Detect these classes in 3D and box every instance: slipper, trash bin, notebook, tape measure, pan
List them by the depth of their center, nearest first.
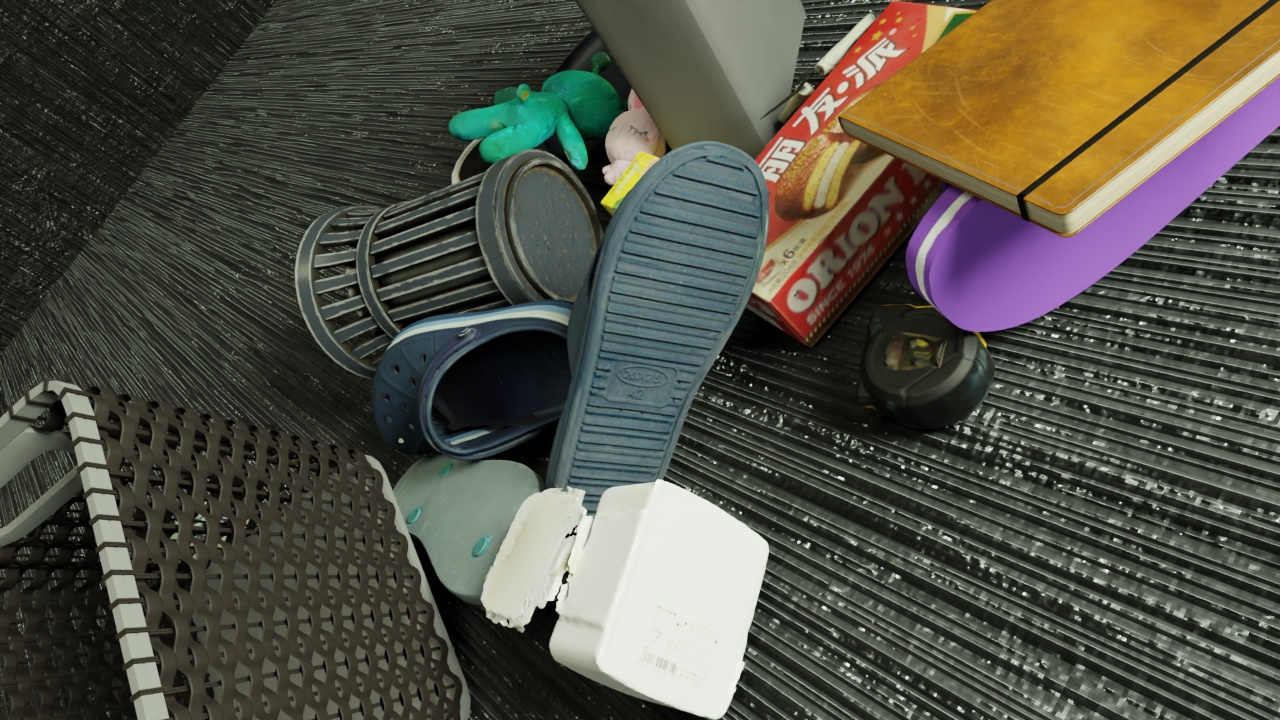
[{"bbox_3d":[0.243,-0.163,0.436,0.249,0.014,0.178,-37,38,-2],"label":"notebook"},{"bbox_3d":[0.243,-0.126,0.489,0.266,0.107,0.084,-38,41,4],"label":"slipper"},{"bbox_3d":[0.159,0.002,0.517,0.072,0.042,0.071,-2,55,40],"label":"tape measure"},{"bbox_3d":[-0.005,-0.018,0.593,0.082,0.101,0.264,47,121,58],"label":"slipper"},{"bbox_3d":[-0.123,0.120,0.692,0.098,0.054,0.269,-57,28,-13],"label":"slipper"},{"bbox_3d":[-0.130,0.021,0.697,0.253,0.105,0.095,-17,27,36],"label":"slipper"},{"bbox_3d":[0.040,-0.293,0.716,0.098,0.220,0.191,-5,56,31],"label":"trash bin"},{"bbox_3d":[-0.157,-0.083,0.795,0.228,0.164,0.164,-12,52,33],"label":"trash bin"},{"bbox_3d":[-0.004,-0.229,0.873,0.199,0.021,0.356,-36,44,16],"label":"pan"}]

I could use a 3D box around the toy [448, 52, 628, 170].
[{"bbox_3d":[-0.078,-0.228,0.830,0.192,0.073,0.130,-31,61,-35],"label":"toy"}]

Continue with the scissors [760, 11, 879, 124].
[{"bbox_3d":[0.124,-0.202,0.666,0.158,0.012,0.162,-47,0,-15],"label":"scissors"}]

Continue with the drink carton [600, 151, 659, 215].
[{"bbox_3d":[0.032,-0.119,0.724,0.058,0.043,0.135,-53,45,-4],"label":"drink carton"}]

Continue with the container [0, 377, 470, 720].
[{"bbox_3d":[-0.292,0.189,0.576,0.248,0.243,0.245,-36,66,17],"label":"container"}]

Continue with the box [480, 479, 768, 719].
[{"bbox_3d":[-0.024,0.130,0.528,0.137,0.128,0.108,-18,47,52],"label":"box"}]

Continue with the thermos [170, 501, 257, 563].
[{"bbox_3d":[-0.345,0.187,0.816,0.232,0.082,0.082,8,65,46],"label":"thermos"}]

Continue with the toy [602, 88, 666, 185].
[{"bbox_3d":[0.000,-0.200,0.802,0.064,0.047,0.109,4,61,40],"label":"toy"}]

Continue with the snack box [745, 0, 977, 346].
[{"bbox_3d":[0.145,-0.132,0.621,0.236,0.060,0.113,-49,37,1],"label":"snack box"}]

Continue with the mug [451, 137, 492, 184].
[{"bbox_3d":[-0.131,-0.173,0.892,0.073,0.089,0.105,-51,39,-2],"label":"mug"}]
